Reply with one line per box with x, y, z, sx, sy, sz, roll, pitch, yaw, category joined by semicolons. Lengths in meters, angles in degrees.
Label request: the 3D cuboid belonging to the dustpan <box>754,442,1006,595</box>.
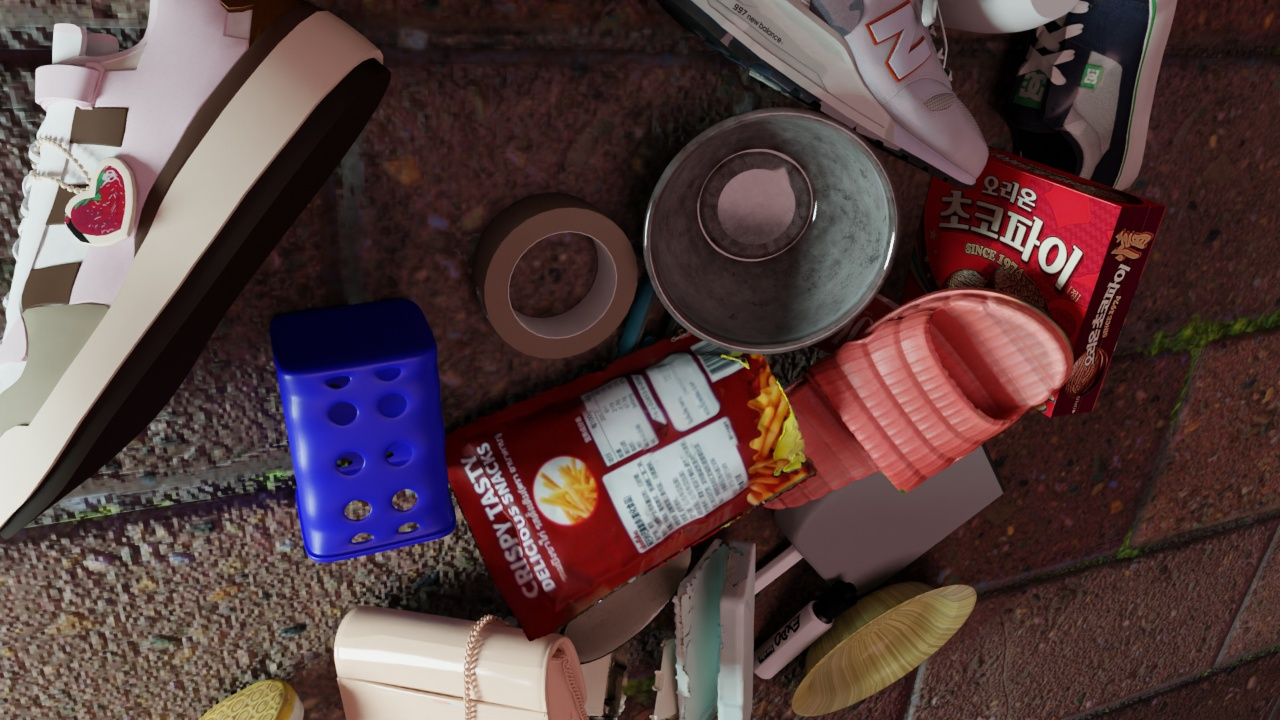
0.159;0.137;0.725;0.258;0.033;0.163;-39;135;4;dustpan

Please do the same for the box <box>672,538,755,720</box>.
0.065;0.224;0.697;0.085;0.073;0.199;-32;133;-33;box

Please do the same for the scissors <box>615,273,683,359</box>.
-0.007;-0.001;0.596;0.130;0.019;0.135;-28;118;-4;scissors

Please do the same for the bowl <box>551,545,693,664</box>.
-0.026;0.144;0.627;0.115;0.059;0.116;-30;144;-26;bowl

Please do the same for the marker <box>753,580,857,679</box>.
0.134;0.220;0.750;0.025;0.025;0.126;13;130;-30;marker

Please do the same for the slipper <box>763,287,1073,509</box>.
0.148;0.038;0.588;0.250;0.059;0.103;-32;98;36;slipper

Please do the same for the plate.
0.202;0.239;0.795;0.184;0.036;0.185;-19;140;-17;plate

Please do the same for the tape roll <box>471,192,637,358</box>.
-0.050;-0.049;0.542;0.093;0.030;0.094;-11;120;-20;tape roll

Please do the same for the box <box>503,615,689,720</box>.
-0.035;0.267;0.692;0.181;0.081;0.143;13;81;-25;box

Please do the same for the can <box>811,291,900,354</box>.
0.132;-0.032;0.623;0.096;0.054;0.054;20;106;-32;can

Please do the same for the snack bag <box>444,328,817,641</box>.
-0.008;0.062;0.560;0.207;0.139;0.067;-26;169;-9;snack bag

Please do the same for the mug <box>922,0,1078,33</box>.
0.211;-0.243;0.526;0.071;0.089;0.107;-11;120;-20;mug

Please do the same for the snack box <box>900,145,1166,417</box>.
0.244;-0.059;0.601;0.035;0.152;0.133;-5;118;-23;snack box

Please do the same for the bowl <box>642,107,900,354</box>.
0.073;-0.083;0.545;0.145;0.067;0.145;-1;117;-2;bowl

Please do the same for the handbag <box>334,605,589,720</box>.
-0.121;0.235;0.529;0.199;0.186;0.117;1;112;21;handbag

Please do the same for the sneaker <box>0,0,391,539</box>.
-0.247;-0.054;0.415;0.116;0.111;0.294;37;99;-13;sneaker

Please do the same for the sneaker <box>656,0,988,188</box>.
0.134;-0.195;0.516;0.239;0.089;0.124;20;109;-29;sneaker

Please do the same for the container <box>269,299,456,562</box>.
-0.152;0.035;0.506;0.084;0.085;0.114;-10;118;-21;container

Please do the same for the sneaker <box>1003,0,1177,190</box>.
0.276;-0.199;0.587;0.079;0.084;0.235;-25;127;-11;sneaker

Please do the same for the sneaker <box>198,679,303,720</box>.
-0.279;0.318;0.593;0.238;0.086;0.122;-40;120;4;sneaker
